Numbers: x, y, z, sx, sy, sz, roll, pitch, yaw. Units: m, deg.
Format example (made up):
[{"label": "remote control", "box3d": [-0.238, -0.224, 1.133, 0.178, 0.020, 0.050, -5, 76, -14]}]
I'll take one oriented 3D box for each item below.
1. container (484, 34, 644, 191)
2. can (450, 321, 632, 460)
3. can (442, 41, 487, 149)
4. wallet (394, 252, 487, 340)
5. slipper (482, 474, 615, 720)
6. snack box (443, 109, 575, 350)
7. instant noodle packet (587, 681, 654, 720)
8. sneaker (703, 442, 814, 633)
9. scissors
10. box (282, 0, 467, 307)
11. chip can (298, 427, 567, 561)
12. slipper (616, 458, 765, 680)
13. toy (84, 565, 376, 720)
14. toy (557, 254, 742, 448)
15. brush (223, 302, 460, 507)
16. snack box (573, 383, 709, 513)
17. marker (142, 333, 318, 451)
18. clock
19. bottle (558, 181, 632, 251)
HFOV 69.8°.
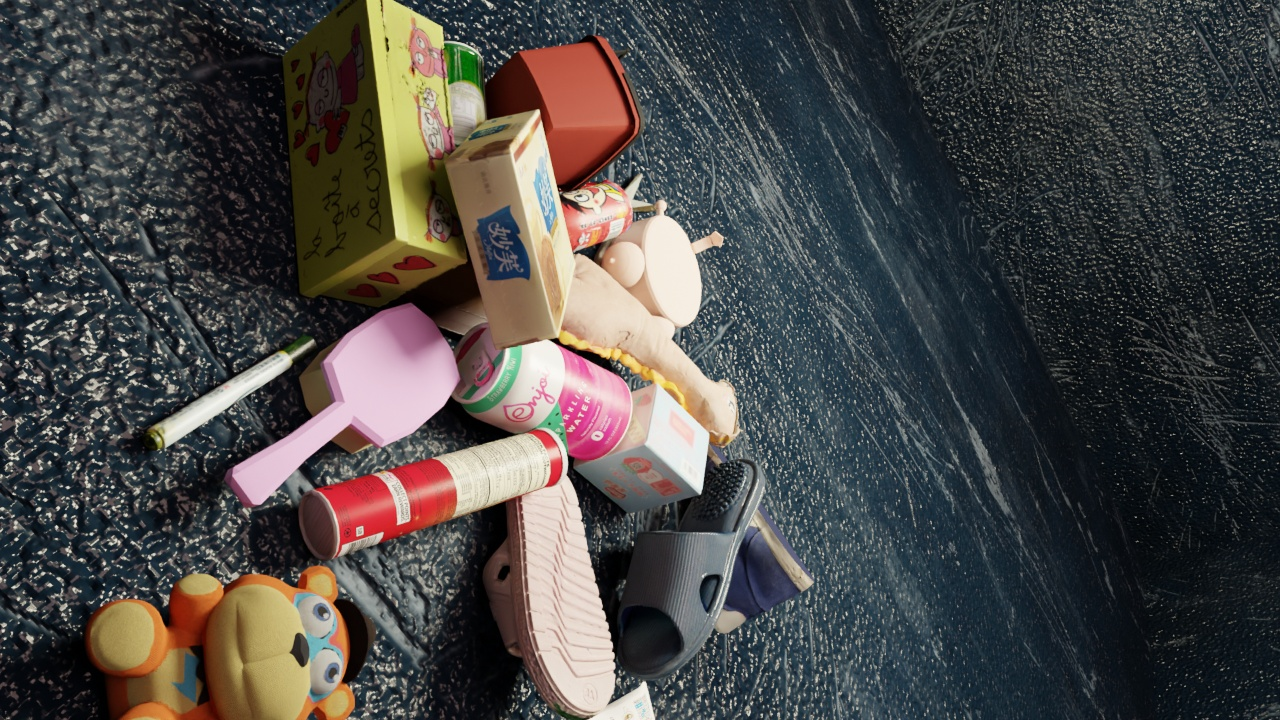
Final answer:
[{"label": "container", "box3d": [-0.065, -0.258, 0.955, 0.200, 0.148, 0.127, -20, 82, -45]}, {"label": "can", "box3d": [-0.087, 0.029, 0.829, 0.165, 0.088, 0.088, 29, 51, -44]}, {"label": "can", "box3d": [-0.178, -0.232, 0.861, 0.067, 0.067, 0.120, 19, 59, -49]}, {"label": "wallet", "box3d": [-0.170, -0.065, 0.830, 0.115, 0.018, 0.091, 24, 54, -44]}, {"label": "slipper", "box3d": [-0.086, 0.188, 0.771, 0.094, 0.065, 0.239, 32, 31, -39]}, {"label": "snack box", "box3d": [-0.103, -0.119, 0.778, 0.207, 0.055, 0.153, -90, 169, -67]}, {"label": "instant noodle packet", "box3d": [-0.023, 0.345, 0.806, 0.134, 0.026, 0.087, 0, 72, -55]}, {"label": "sneaker", "box3d": [0.083, 0.197, 1.011, 0.091, 0.118, 0.233, 46, 6, -41]}, {"label": "scissors", "box3d": [-0.037, -0.175, 1.077, 0.196, 0.015, 0.179, 26, 52, -45]}, {"label": "box", "box3d": [-0.213, -0.164, 0.729, 0.082, 0.125, 0.220, 14, 63, -51]}, {"label": "chip can", "box3d": [-0.151, 0.098, 0.707, 0.214, 0.052, 0.052, -12, 83, -47]}, {"label": "slipper", "box3d": [0.038, 0.180, 0.891, 0.082, 0.101, 0.262, 53, 48, -24]}, {"label": "toy", "box3d": [-0.237, 0.180, 0.544, 0.175, 0.096, 0.112, 8, 65, -65]}, {"label": "toy", "box3d": [-0.006, 0.006, 0.946, 0.264, 0.065, 0.195, 48, 39, -5]}, {"label": "brush", "box3d": [-0.221, 0.036, 0.677, 0.089, 0.043, 0.228, 60, 35, -14]}, {"label": "snack box", "box3d": [0.002, 0.089, 0.917, 0.093, 0.095, 0.079, 44, 40, -32]}, {"label": "marker", "box3d": [-0.278, 0.019, 0.631, 0.017, 0.017, 0.146, 60, 35, -13]}, {"label": "clock", "box3d": [0.027, -0.100, 1.059, 0.160, 0.086, 0.131, -48, 121, -46]}, {"label": "bottle", "box3d": [-0.075, -0.145, 0.962, 0.137, 0.062, 0.062, -26, 94, -42]}]
